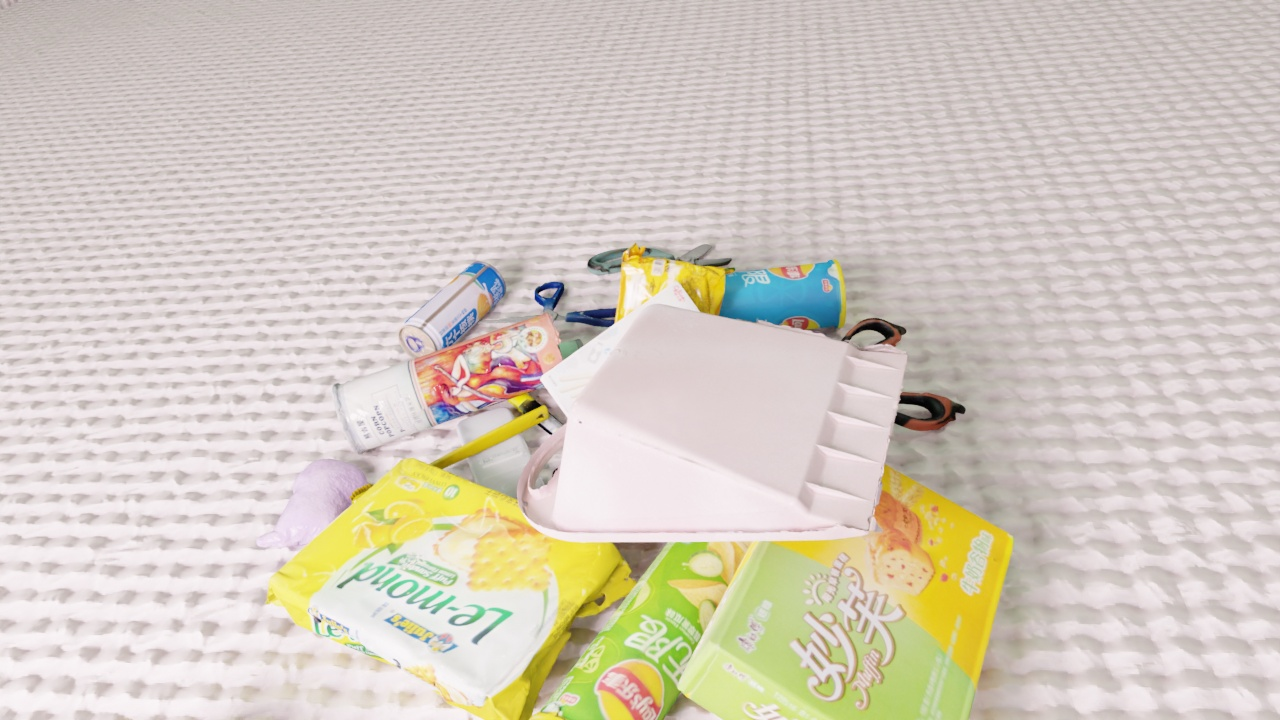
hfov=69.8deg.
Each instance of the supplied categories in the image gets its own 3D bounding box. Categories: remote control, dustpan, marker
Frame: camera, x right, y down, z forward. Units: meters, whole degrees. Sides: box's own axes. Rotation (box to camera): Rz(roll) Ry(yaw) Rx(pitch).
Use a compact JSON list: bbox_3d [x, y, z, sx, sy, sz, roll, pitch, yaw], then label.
[{"bbox_3d":[-0.127,0.091,0.831,0.055,0.020,0.136,-18,38,-14],"label":"remote control"},{"bbox_3d":[0.047,0.065,0.685,0.273,0.139,0.221,18,35,15],"label":"dustpan"},{"bbox_3d":[-0.099,0.052,0.886,0.018,0.015,0.124,-35,47,-25],"label":"marker"}]

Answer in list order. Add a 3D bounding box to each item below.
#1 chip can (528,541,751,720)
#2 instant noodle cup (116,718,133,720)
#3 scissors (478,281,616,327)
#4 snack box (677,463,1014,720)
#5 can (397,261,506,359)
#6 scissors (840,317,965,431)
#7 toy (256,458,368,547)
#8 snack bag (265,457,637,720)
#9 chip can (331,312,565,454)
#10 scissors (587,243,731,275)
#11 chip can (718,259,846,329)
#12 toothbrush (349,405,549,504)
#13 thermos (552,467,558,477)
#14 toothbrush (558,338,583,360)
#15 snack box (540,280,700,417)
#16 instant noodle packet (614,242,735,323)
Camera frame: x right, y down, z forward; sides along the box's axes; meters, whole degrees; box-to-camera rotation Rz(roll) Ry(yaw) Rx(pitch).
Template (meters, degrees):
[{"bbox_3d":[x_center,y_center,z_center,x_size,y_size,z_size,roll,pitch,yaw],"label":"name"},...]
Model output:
[{"bbox_3d":[0.012,0.190,0.633,0.073,0.073,0.220,17,43,29],"label":"chip can"},{"bbox_3d":[-0.286,0.282,0.546,0.099,0.112,0.111,10,39,7],"label":"instant noodle cup"},{"bbox_3d":[-0.088,-0.050,0.998,0.162,0.012,0.172,5,26,3],"label":"scissors"},{"bbox_3d":[0.142,0.163,0.604,0.158,0.070,0.209,30,46,9],"label":"snack box"},{"bbox_3d":[-0.206,-0.054,1.011,0.053,0.053,0.134,12,41,25],"label":"can"},{"bbox_3d":[0.190,0.024,0.814,0.226,0.015,0.188,13,47,-8],"label":"scissors"},{"bbox_3d":[-0.274,0.125,0.800,0.084,0.039,0.107,10,33,-6],"label":"toy"},{"bbox_3d":[-0.142,0.170,0.690,0.247,0.068,0.157,16,42,28],"label":"snack bag"},{"bbox_3d":[-0.177,0.020,0.875,0.214,0.071,0.071,-20,38,-6],"label":"chip can"},{"bbox_3d":[0.010,-0.106,1.068,0.181,0.019,0.169,16,39,30],"label":"scissors"},{"bbox_3d":[0.100,-0.058,0.946,0.210,0.071,0.071,-6,37,2],"label":"chip can"},{"bbox_3d":[-0.168,0.084,0.818,0.189,0.016,0.016,-26,34,-21],"label":"toothbrush"},{"bbox_3d":[0.045,0.068,0.799,0.242,0.069,0.090,-32,53,-26],"label":"thermos"},{"bbox_3d":[-0.165,0.018,0.931,0.224,0.026,0.027,-15,62,-10],"label":"toothbrush"},{"bbox_3d":[-0.005,0.005,0.845,0.156,0.027,0.084,-36,87,-7],"label":"snack box"},{"bbox_3d":[0.026,-0.042,0.892,0.111,0.128,0.044,11,1,0],"label":"instant noodle packet"}]
